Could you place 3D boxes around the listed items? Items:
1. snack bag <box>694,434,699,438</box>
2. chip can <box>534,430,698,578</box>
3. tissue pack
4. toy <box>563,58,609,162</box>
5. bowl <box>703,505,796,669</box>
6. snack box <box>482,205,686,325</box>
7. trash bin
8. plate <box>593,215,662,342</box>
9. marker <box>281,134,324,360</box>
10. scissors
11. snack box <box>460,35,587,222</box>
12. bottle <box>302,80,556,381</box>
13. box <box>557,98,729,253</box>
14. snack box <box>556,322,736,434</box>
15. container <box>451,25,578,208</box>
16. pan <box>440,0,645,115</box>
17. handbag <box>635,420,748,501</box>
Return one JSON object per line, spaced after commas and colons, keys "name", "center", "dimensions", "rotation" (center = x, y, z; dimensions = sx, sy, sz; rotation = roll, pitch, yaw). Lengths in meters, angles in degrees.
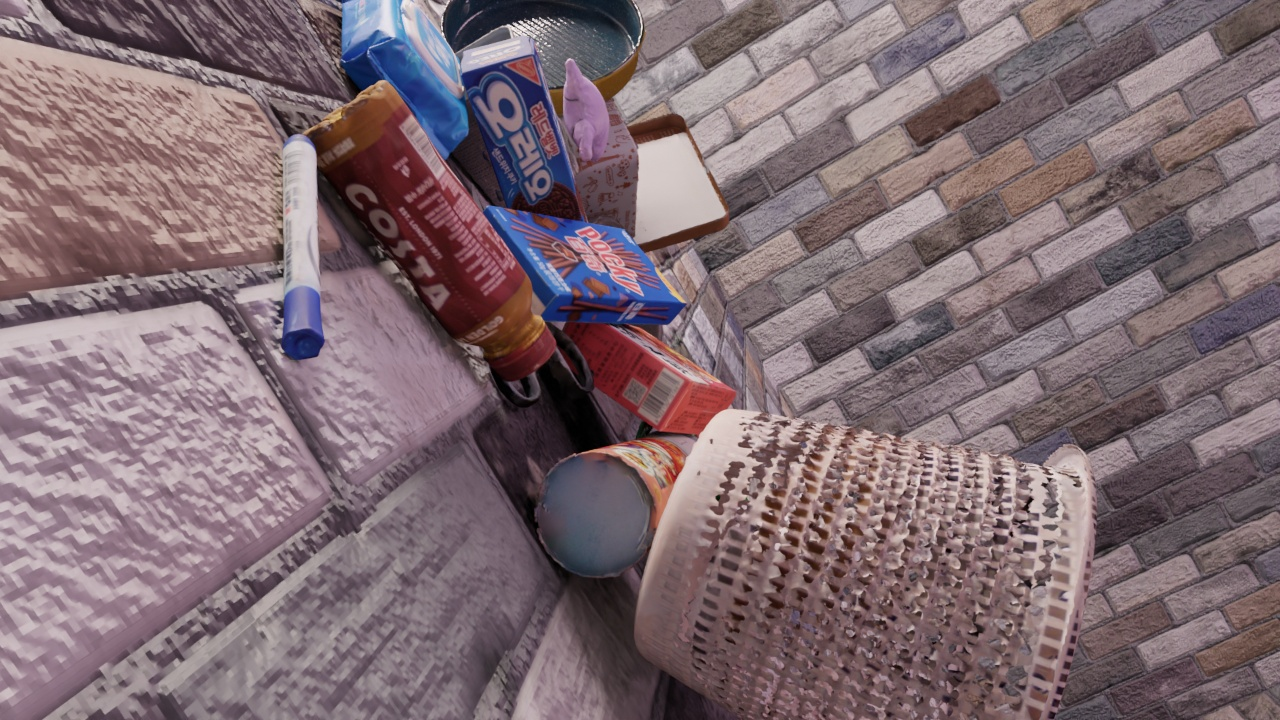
{"name": "snack bag", "center": [0.070, 0.077, 1.069], "dimensions": [0.104, 0.026, 0.048], "rotation": [-55, 121, -79]}
{"name": "chip can", "center": [-0.001, 0.085, 0.590], "dimensions": [0.071, 0.071, 0.214], "rotation": [62, 11, 7]}
{"name": "tissue pack", "center": [-0.168, -0.215, 0.659], "dimensions": [0.095, 0.052, 0.157], "rotation": [51, 14, -43]}
{"name": "toy", "center": [-0.047, -0.208, 0.802], "dimensions": [0.108, 0.039, 0.084], "rotation": [-58, 140, -88]}
{"name": "bowl", "center": [0.052, 0.151, 0.641], "dimensions": [0.064, 0.118, 0.118], "rotation": [14, 31, -19]}
{"name": "snack box", "center": [-0.038, -0.063, 0.643], "dimensions": [0.084, 0.026, 0.156], "rotation": [52, 27, 22]}
{"name": "trash bin", "center": [0.110, 0.124, 0.505], "dimensions": [0.192, 0.227, 0.227], "rotation": [18, 2, 14]}
{"name": "plate", "center": [-0.008, -0.053, 0.889], "dimensions": [0.179, 0.024, 0.179], "rotation": [-8, 90, -69]}
{"name": "marker", "center": [-0.151, -0.056, 0.408], "dimensions": [0.017, 0.017, 0.145], "rotation": [49, 15, -46]}
{"name": "scissors", "center": [-0.087, -0.040, 0.604], "dimensions": [0.159, 0.014, 0.170], "rotation": [41, 33, -28]}
{"name": "snack box", "center": [-0.080, -0.137, 0.708], "dimensions": [0.057, 0.058, 0.208], "rotation": [-101, 176, -59]}
{"name": "bottle", "center": [-0.110, -0.065, 0.510], "dimensions": [0.175, 0.057, 0.057], "rotation": [56, 12, -23]}
{"name": "box", "center": [-0.012, -0.221, 0.965], "dimensions": [0.157, 0.192, 0.183], "rotation": [91, -21, -57]}
{"name": "snack box", "center": [-0.004, 0.004, 0.683], "dimensions": [0.127, 0.044, 0.113], "rotation": [33, 7, 21]}
{"name": "container", "center": [-0.114, -0.196, 0.769], "dimensions": [0.114, 0.090, 0.090], "rotation": [55, 12, -43]}
{"name": "pan", "center": [-0.154, -0.375, 0.919], "dimensions": [0.357, 0.197, 0.078], "rotation": [37, -30, 20]}
{"name": "handbag", "center": [0.047, 0.117, 0.766], "dimensions": [0.131, 0.068, 0.120], "rotation": [50, 7, -39]}
